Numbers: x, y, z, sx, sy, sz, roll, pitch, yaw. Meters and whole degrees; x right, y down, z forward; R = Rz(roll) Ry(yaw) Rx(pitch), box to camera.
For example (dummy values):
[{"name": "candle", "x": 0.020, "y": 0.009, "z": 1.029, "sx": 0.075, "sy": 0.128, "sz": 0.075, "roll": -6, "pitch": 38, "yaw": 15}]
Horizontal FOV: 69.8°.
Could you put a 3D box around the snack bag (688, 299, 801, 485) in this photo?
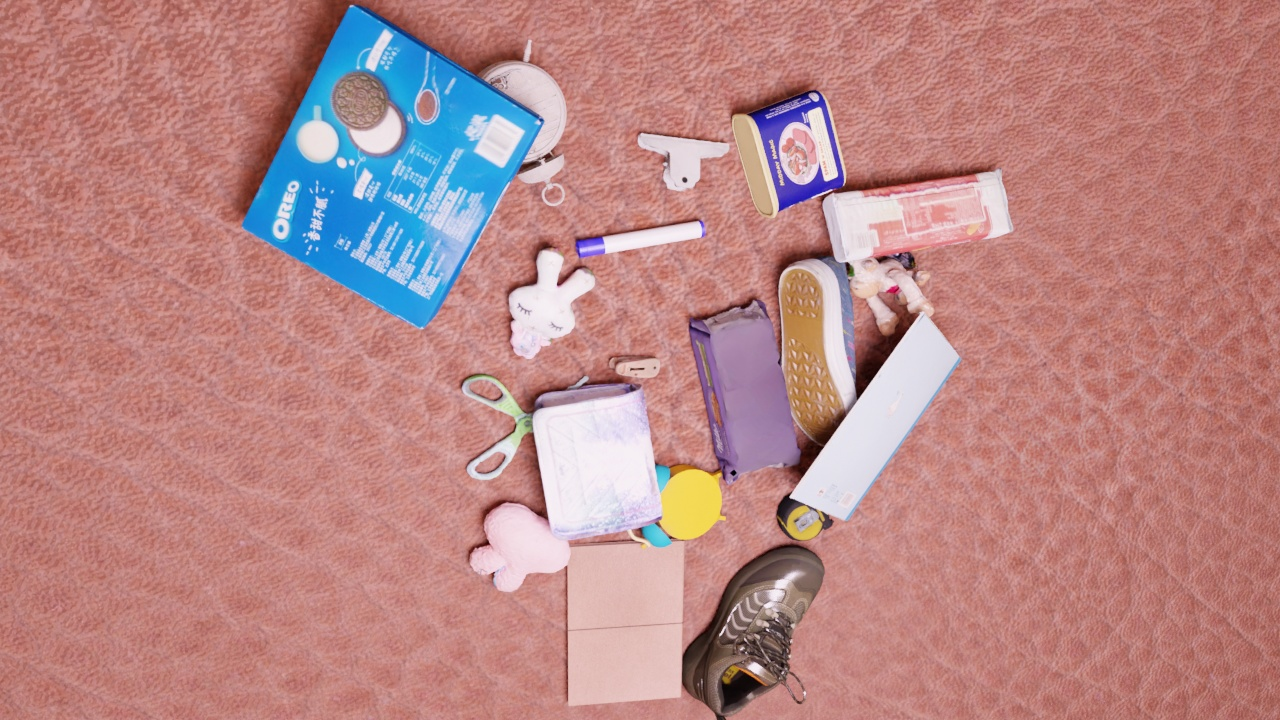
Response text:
[{"name": "snack bag", "x": 0.123, "y": 0.039, "z": 1.057, "sx": 0.096, "sy": 0.058, "sz": 0.205, "roll": -17, "pitch": 106, "yaw": -11}]

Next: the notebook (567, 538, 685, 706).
[{"name": "notebook", "x": -0.018, "y": 0.318, "z": 1.113, "sx": 0.141, "sy": 0.008, "sz": 0.209, "roll": -1, "pitch": 103, "yaw": -9}]

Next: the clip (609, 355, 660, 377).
[{"name": "clip", "x": -0.006, "y": 0.007, "z": 1.031, "sx": 0.059, "sy": 0.052, "sz": 0.026, "roll": 14, "pitch": 101, "yaw": 10}]

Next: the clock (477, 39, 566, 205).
[{"name": "clock", "x": -0.115, "y": -0.229, "z": 0.920, "sx": 0.103, "sy": 0.061, "sz": 0.157, "roll": -26, "pitch": 108, "yaw": -6}]

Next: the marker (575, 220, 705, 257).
[{"name": "marker", "x": 0.001, "y": -0.133, "z": 1.000, "sx": 0.141, "sy": 0.020, "sz": 0.020, "roll": -11, "pitch": 107, "yaw": -13}]

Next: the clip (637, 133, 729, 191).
[{"name": "clip", "x": 0.044, "y": -0.212, "z": 0.994, "sx": 0.101, "sy": 0.045, "sz": 0.055, "roll": 3, "pitch": 97, "yaw": -15}]

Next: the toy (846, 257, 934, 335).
[{"name": "toy", "x": 0.282, "y": -0.088, "z": 1.057, "sx": 0.106, "sy": 0.085, "sz": 0.074, "roll": 33, "pitch": 73, "yaw": -12}]

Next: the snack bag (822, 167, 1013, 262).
[{"name": "snack bag", "x": 0.318, "y": -0.166, "z": 1.046, "sx": 0.225, "sy": 0.041, "sz": 0.077, "roll": -11, "pitch": 87, "yaw": -19}]

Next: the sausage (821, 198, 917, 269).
[{"name": "sausage", "x": 0.267, "y": -0.145, "z": 1.067, "sx": 0.155, "sy": 0.020, "sz": 0.020, "roll": 29, "pitch": 96, "yaw": -20}]

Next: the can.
[{"name": "can", "x": 0.163, "y": -0.226, "z": 0.998, "sx": 0.092, "sy": 0.056, "sz": 0.116, "roll": -22, "pitch": 109, "yaw": -9}]

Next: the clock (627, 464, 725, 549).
[{"name": "clock", "x": 0.040, "y": 0.168, "z": 1.079, "sx": 0.129, "sy": 0.044, "sz": 0.099, "roll": -7, "pitch": 100, "yaw": -22}]

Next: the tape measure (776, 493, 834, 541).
[{"name": "tape measure", "x": 0.201, "y": 0.194, "z": 1.135, "sx": 0.061, "sy": 0.034, "sz": 0.062, "roll": -34, "pitch": 110, "yaw": -2}]

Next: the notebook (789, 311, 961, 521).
[{"name": "notebook", "x": 0.285, "y": 0.076, "z": 1.087, "sx": 0.253, "sy": 0.009, "sz": 0.181, "roll": -55, "pitch": 144, "yaw": 4}]

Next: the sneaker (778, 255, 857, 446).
[{"name": "sneaker", "x": 0.215, "y": -0.013, "z": 1.071, "sx": 0.079, "sy": 0.088, "sz": 0.236, "roll": -33, "pitch": 119, "yaw": -42}]

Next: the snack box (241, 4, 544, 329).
[{"name": "snack box", "x": -0.234, "y": -0.177, "z": 0.872, "sx": 0.195, "sy": 0.056, "sz": 0.239, "roll": 30, "pitch": 105, "yaw": -10}]

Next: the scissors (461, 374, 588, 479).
[{"name": "scissors", "x": -0.130, "y": 0.074, "z": 1.028, "sx": 0.171, "sy": 0.023, "sz": 0.172, "roll": 31, "pitch": 90, "yaw": -19}]

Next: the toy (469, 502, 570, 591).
[{"name": "toy", "x": -0.142, "y": 0.216, "z": 1.043, "sx": 0.108, "sy": 0.053, "sz": 0.105, "roll": 41, "pitch": 103, "yaw": -21}]

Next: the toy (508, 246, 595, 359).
[{"name": "toy", "x": -0.101, "y": -0.058, "z": 0.984, "sx": 0.079, "sy": 0.038, "sz": 0.123, "roll": 25, "pitch": 100, "yaw": -27}]

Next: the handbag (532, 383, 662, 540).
[{"name": "handbag", "x": -0.048, "y": 0.109, "z": 1.012, "sx": 0.126, "sy": 0.069, "sz": 0.159, "roll": -9, "pitch": 103, "yaw": -3}]

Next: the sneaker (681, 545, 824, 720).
[{"name": "sneaker", "x": 0.146, "y": 0.338, "z": 1.102, "sx": 0.101, "sy": 0.143, "sz": 0.238, "roll": 36, "pitch": 93, "yaw": -20}]
